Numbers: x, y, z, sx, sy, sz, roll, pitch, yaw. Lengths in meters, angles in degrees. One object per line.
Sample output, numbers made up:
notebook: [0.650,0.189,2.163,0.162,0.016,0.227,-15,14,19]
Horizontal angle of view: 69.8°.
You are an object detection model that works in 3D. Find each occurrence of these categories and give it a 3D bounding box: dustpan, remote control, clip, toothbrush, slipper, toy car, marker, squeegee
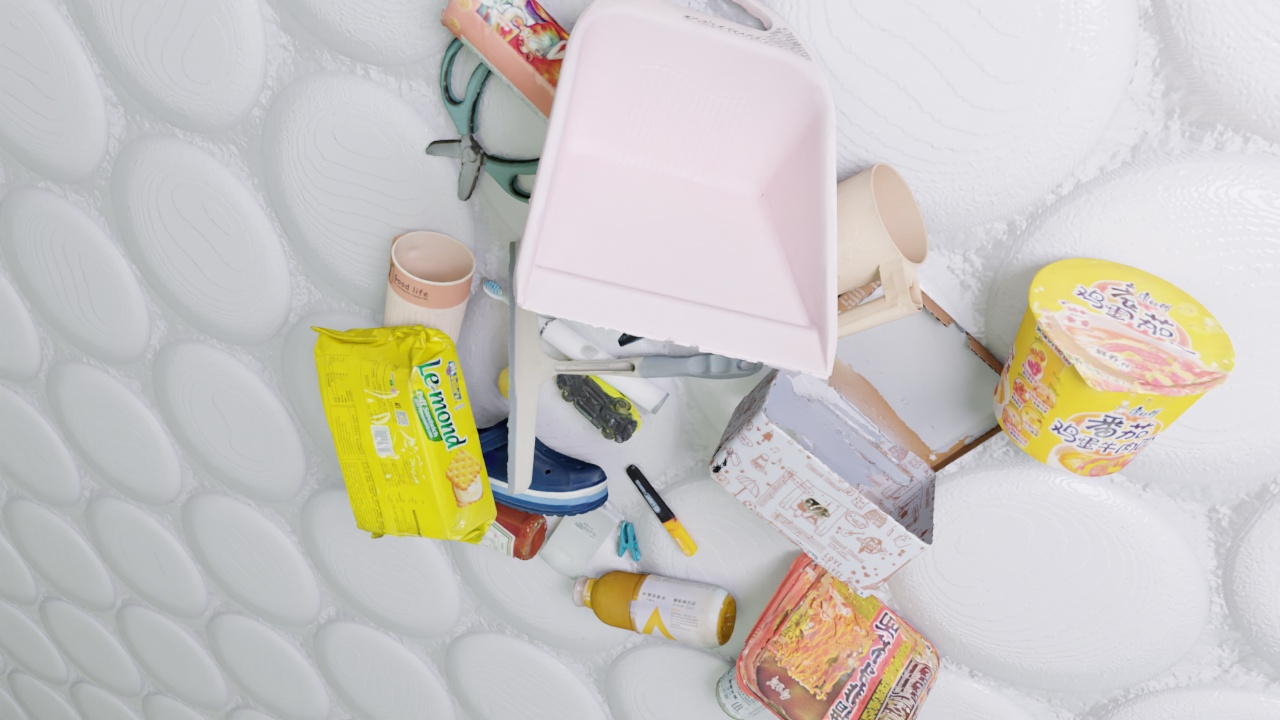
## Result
dustpan: [0.038,-0.143,0.629,0.222,0.272,0.139,10,133,-16]
remote control: [-0.071,0.204,1.071,0.056,0.019,0.135,35,130,4]
clip: [-0.015,0.205,1.046,0.050,0.015,0.057,13,124,23]
toothbrush: [-0.069,-0.017,0.925,0.221,0.026,0.026,34,148,6]
slipper: [-0.146,0.099,1.000,0.253,0.105,0.095,11,104,20]
toy car: [-0.042,0.038,0.942,0.105,0.032,0.048,40,131,14]
marker: [0.023,0.164,0.998,0.018,0.015,0.124,-29,102,33]
squeegee: [-0.005,0.005,0.881,0.247,0.039,0.246,-1,86,12]

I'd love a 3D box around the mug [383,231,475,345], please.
mug: [-0.227,-0.075,0.945,0.114,0.081,0.106,48,137,29]

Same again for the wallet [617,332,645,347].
wallet: [0.044,-0.052,0.795,0.121,0.097,0.019,-22,103,36]

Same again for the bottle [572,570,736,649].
bottle: [0.012,0.278,1.042,0.190,0.067,0.068,4,121,27]

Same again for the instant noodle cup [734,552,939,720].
instant noodle cup: [0.189,0.307,0.922,0.189,0.164,0.079,41,153,0]

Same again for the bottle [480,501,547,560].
bottle: [-0.212,0.179,1.105,0.206,0.059,0.060,19,127,17]

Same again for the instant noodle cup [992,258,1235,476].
instant noodle cup: [0.329,0.010,0.666,0.138,0.137,0.110,24,136,13]

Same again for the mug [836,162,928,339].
mug: [0.159,-0.076,0.709,0.104,0.124,0.084,-22,150,38]

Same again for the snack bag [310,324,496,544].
snack bag: [-0.245,0.079,0.934,0.158,0.068,0.247,0,111,27]

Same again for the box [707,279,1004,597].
box: [0.195,0.052,0.754,0.183,0.156,0.194,39,122,-2]

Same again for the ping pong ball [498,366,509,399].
ping pong ball: [-0.131,0.024,0.974,0.040,0.040,0.040,14,125,20]

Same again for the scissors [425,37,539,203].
scissors: [-0.122,-0.204,0.839,0.178,0.019,0.171,27,127,9]

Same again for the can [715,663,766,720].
can: [0.145,0.349,1.023,0.058,0.058,0.147,40,130,0]

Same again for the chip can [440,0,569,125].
chip can: [-0.065,-0.229,0.758,0.214,0.071,0.071,44,130,-3]
